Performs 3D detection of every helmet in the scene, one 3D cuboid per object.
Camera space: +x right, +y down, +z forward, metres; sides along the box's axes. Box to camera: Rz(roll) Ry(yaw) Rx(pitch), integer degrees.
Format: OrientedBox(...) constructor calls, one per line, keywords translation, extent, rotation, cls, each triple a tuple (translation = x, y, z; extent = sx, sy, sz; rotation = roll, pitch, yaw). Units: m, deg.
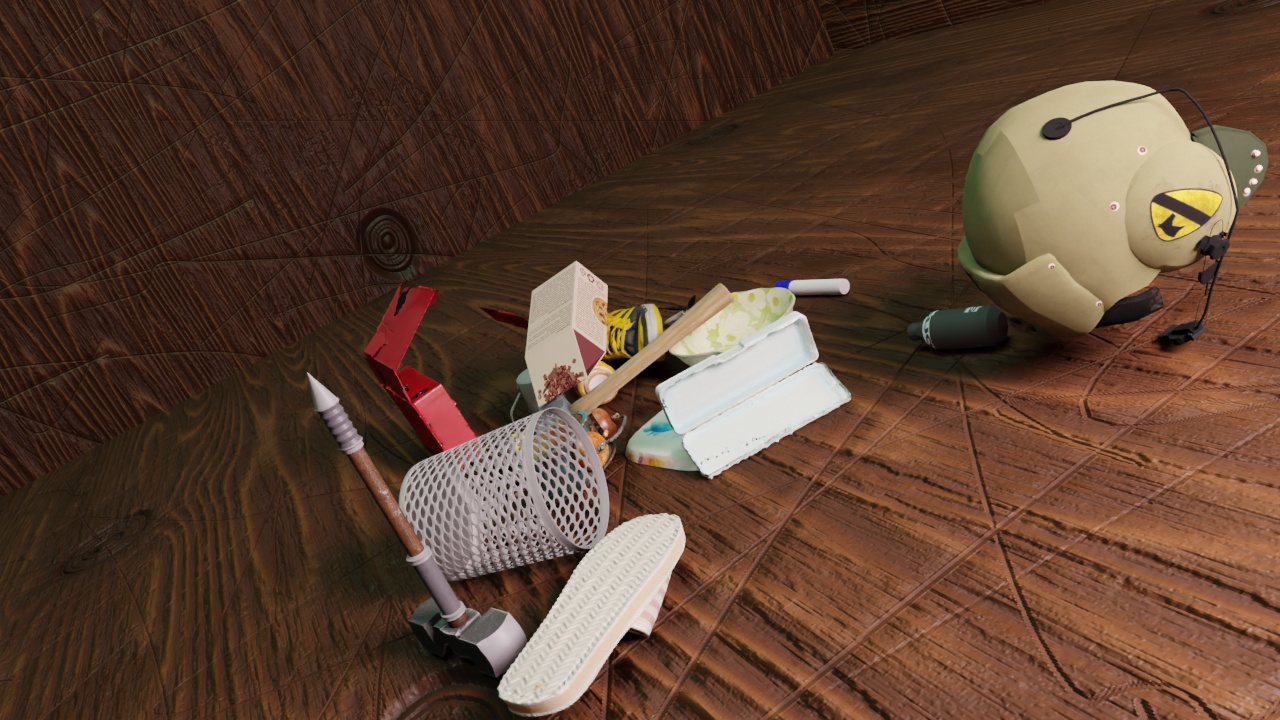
OrientedBox(translation=(0.424, -0.132, 0.871), extent=(0.233, 0.256, 0.250), rotation=(-18, 19, 9), cls="helmet")

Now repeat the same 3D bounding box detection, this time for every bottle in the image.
OrientedBox(translation=(0.359, -0.036, 1.047), extent=(0.113, 0.047, 0.046), rotation=(-4, 28, 46), cls="bottle")
OrientedBox(translation=(-0.070, 0.030, 1.365), extent=(0.063, 0.063, 0.109), rotation=(-28, 12, -8), cls="bottle")

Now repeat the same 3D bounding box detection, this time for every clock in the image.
OrientedBox(translation=(-0.078, 0.116, 1.133), extent=(0.158, 0.073, 0.121), rotation=(-29, 16, 23), cls="clock")

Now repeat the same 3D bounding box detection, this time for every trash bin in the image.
OrientedBox(translation=(-0.153, 0.154, 1.016), extent=(0.184, 0.156, 0.156), rotation=(-20, 20, 21), cls="trash bin")

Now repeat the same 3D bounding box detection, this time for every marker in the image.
OrientedBox(translation=(0.259, -0.111, 1.390), extent=(0.027, 0.023, 0.133), rotation=(-12, 9, -35), cls="marker")

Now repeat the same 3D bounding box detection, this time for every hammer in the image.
OrientedBox(translation=(-0.224, 0.151, 0.851), extent=(0.156, 0.322, 0.042), rotation=(-3, 29, 47), cls="hammer")
OrientedBox(translation=(-0.007, 0.007, 1.250), extent=(0.323, 0.051, 0.117), rotation=(-39, 19, 4), cls="hammer")

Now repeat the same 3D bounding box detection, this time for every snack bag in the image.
OrientedBox(translation=(-0.107, -0.033, 1.328), extent=(0.095, 0.070, 0.206), rotation=(-31, 40, 30), cls="snack bag")

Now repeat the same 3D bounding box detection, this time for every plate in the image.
OrientedBox(translation=(0.082, 0.072, 1.144), extent=(0.186, 0.016, 0.187), rotation=(-38, 23, -32), cls="plate")

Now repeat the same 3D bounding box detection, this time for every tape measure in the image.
OrientedBox(translation=(-0.163, 0.130, 1.217), extent=(0.064, 0.065, 0.037), rotation=(-10, 5, -34), cls="tape measure")

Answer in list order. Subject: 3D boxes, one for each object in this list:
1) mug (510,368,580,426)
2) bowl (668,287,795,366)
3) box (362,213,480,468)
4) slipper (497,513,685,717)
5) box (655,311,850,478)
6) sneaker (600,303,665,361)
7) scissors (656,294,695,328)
OrientedBox(translation=(-0.153, 0.051, 1.400), extent=(0.113, 0.070, 0.084), rotation=(-27, 20, -10), cls="mug")
OrientedBox(translation=(0.135, -0.033, 1.285), extent=(0.188, 0.060, 0.219), rotation=(-24, 21, 3), cls="bowl")
OrientedBox(translation=(-0.354, -0.022, 1.384), extent=(0.123, 0.378, 0.212), rotation=(-16, 14, -25), cls="box")
OrientedBox(translation=(-0.034, 0.229, 0.832), extent=(0.115, 0.052, 0.262), rotation=(-14, 18, 33), cls="slipper")
OrientedBox(translation=(0.128, 0.038, 1.049), extent=(0.197, 0.078, 0.122), rotation=(-29, 61, -9), cls="box")
OrientedBox(translation=(-0.039, -0.036, 1.393), extent=(0.122, 0.086, 0.238), rotation=(-9, 5, -10), cls="sneaker")
OrientedBox(translation=(0.080, -0.079, 1.443), extent=(0.170, 0.012, 0.158), rotation=(-5, -16, -30), cls="scissors")
